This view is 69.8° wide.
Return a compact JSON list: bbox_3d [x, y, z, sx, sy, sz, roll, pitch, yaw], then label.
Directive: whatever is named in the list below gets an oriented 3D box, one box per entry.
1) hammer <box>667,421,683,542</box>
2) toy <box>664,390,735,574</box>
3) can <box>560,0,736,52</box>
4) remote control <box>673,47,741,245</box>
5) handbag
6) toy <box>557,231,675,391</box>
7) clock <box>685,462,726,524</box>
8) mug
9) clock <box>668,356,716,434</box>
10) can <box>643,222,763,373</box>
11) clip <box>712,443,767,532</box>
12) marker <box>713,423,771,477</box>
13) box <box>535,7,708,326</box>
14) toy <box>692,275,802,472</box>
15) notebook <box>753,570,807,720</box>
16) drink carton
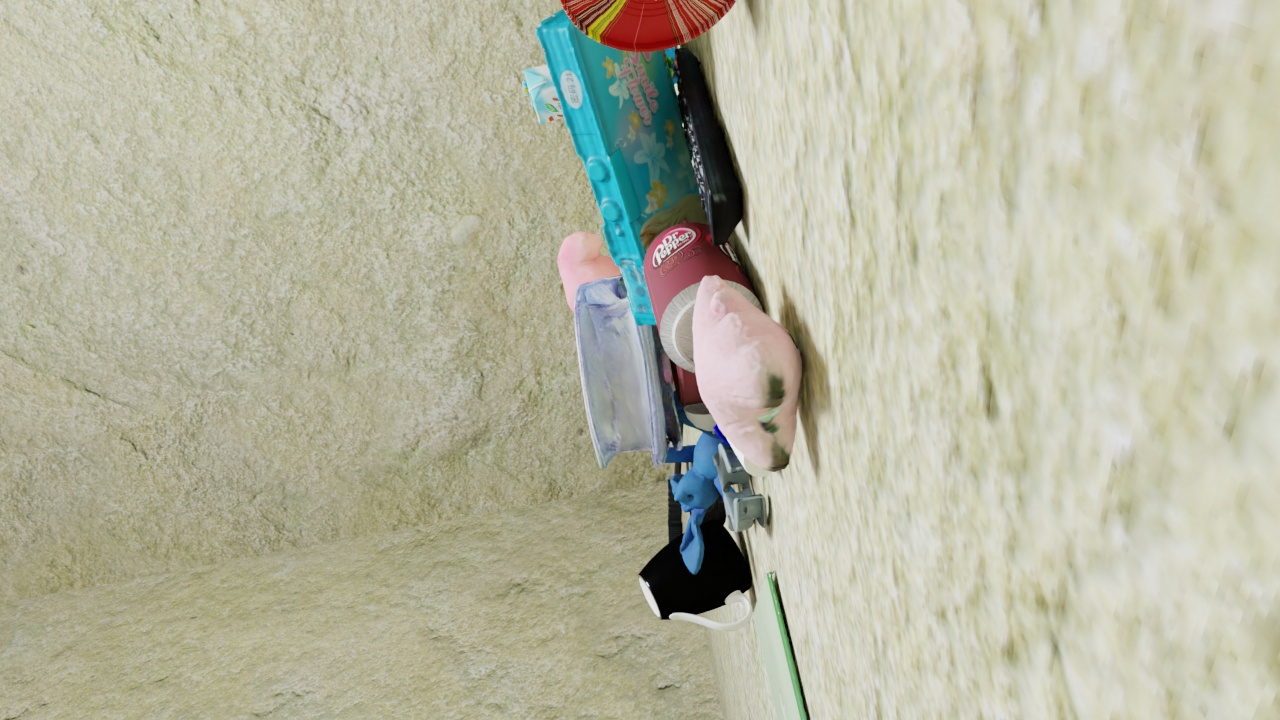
[{"bbox_3d":[0.048,0.073,1.116,0.324,0.015,0.095,-83,-8,-52],"label":"hammer"},{"bbox_3d":[0.055,0.106,0.897,0.112,0.071,0.177,-123,29,-58],"label":"toy"},{"bbox_3d":[-0.004,-0.215,0.421,0.087,0.086,0.116,81,178,-60],"label":"can"},{"bbox_3d":[0.042,-0.141,0.588,0.047,0.022,0.150,79,-178,-52],"label":"remote control"},{"bbox_3d":[-0.005,0.005,0.791,0.126,0.069,0.158,-43,-55,-76],"label":"handbag"},{"bbox_3d":[-0.017,-0.028,0.935,0.141,0.084,0.213,16,-136,-51],"label":"toy"},{"bbox_3d":[0.075,0.145,1.033,0.123,0.044,0.091,82,-175,-59],"label":"clock"},{"bbox_3d":[0.061,0.237,0.955,0.119,0.100,0.085,53,161,40],"label":"mug"},{"bbox_3d":[0.051,-0.001,0.775,0.096,0.048,0.138,-101,2,-46],"label":"clock"},{"bbox_3d":[0.038,-0.043,0.587,0.114,0.063,0.063,-102,1,-61],"label":"can"},{"bbox_3d":[0.079,0.089,0.762,0.163,0.028,0.107,84,177,-76],"label":"clip"},{"bbox_3d":[0.074,0.057,0.661,0.023,0.027,0.133,43,-176,-7],"label":"marker"},{"bbox_3d":[0.012,-0.165,0.674,0.184,0.056,0.227,-59,-41,-47],"label":"box"},{"bbox_3d":[0.052,0.000,0.466,0.099,0.053,0.095,72,179,-56],"label":"toy"},{"bbox_3d":[0.130,0.317,0.756,0.182,0.010,0.252,81,178,-64],"label":"notebook"},{"bbox_3d":[-0.033,-0.234,0.756,0.044,0.129,0.038,82,171,-75],"label":"drink carton"}]
